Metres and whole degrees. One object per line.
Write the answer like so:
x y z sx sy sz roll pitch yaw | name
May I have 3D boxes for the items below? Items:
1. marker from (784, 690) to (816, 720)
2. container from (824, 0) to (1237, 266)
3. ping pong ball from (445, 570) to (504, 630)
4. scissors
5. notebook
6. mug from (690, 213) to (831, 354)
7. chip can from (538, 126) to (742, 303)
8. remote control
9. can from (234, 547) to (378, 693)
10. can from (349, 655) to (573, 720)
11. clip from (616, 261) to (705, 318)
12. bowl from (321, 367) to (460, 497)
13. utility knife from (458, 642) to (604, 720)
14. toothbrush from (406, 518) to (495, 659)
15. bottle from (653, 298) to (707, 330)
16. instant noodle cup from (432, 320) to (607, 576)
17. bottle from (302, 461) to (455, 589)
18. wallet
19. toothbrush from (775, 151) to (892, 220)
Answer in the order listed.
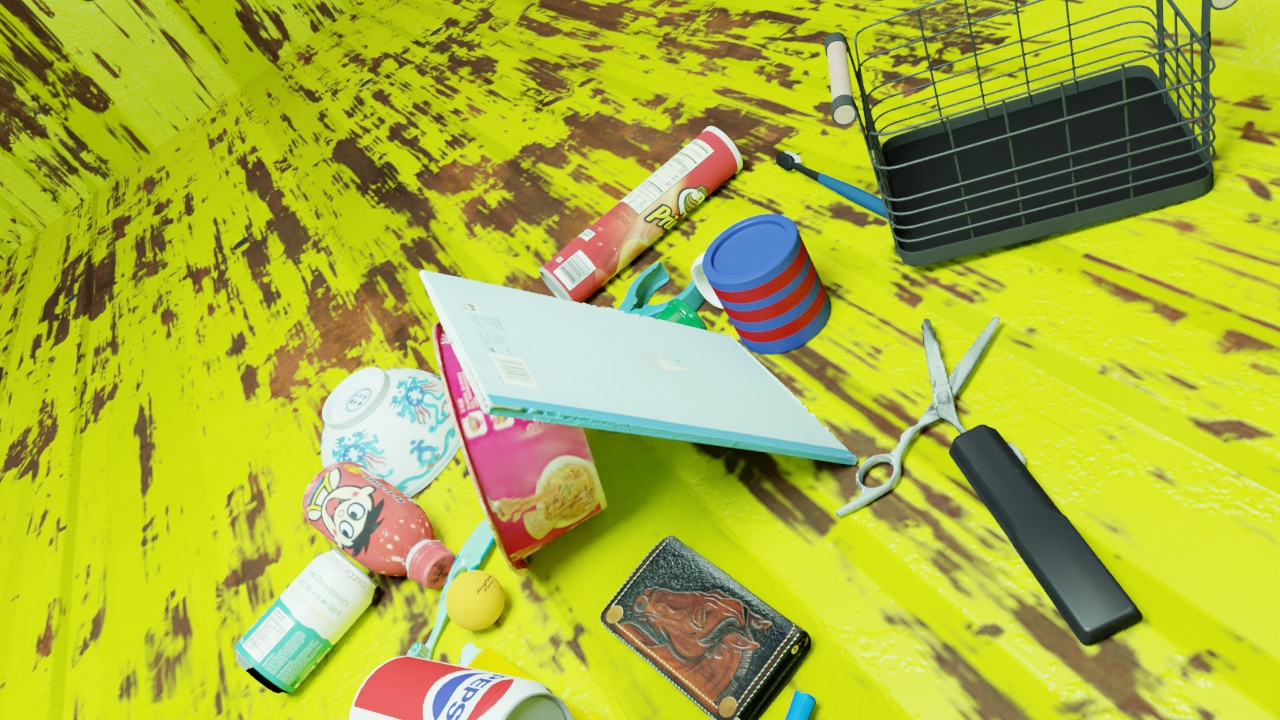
0.057 0.230 0.451 0.013 0.013 0.141 3 51 39 | marker
0.266 -0.187 0.647 0.242 0.130 0.162 -13 41 20 | container
-0.113 0.164 0.629 0.040 0.040 0.040 -21 39 17 | ping pong ball
0.178 0.034 0.577 0.162 0.014 0.141 -31 39 6 | scissors
-0.004 0.003 0.591 0.181 0.253 0.009 51 124 54 | notebook
0.082 -0.060 0.702 0.112 0.076 0.074 14 58 45 | mug
0.001 -0.135 0.867 0.214 0.052 0.052 -41 37 -9 | chip can
0.209 0.085 0.487 0.032 0.015 0.136 -29 42 7 | remote control
-0.249 0.194 0.687 0.055 0.055 0.101 18 61 47 | can
-0.106 0.215 0.532 0.132 0.070 0.070 -7 44 41 | can
0.011 -0.032 0.770 0.121 0.031 0.129 8 53 37 | clip
-0.232 0.054 0.813 0.144 0.074 0.143 -21 39 17 | bowl
-0.067 0.209 0.566 0.165 0.017 0.030 15 54 45 | utility knife
-0.133 0.164 0.665 0.022 0.017 0.134 5 51 29 | toothbrush
0.001 0.000 0.727 0.111 0.043 0.043 -41 37 -7 | bottle
-0.079 0.049 0.639 0.077 0.179 0.178 -19 36 -6 | instant noodle cup
-0.198 0.131 0.711 0.138 0.062 0.061 24 64 33 | bottle
0.035 0.158 0.541 0.072 0.019 0.123 -49 39 -13 | wallet
0.167 -0.152 0.790 0.014 0.014 0.167 -10 31 -26 | toothbrush
